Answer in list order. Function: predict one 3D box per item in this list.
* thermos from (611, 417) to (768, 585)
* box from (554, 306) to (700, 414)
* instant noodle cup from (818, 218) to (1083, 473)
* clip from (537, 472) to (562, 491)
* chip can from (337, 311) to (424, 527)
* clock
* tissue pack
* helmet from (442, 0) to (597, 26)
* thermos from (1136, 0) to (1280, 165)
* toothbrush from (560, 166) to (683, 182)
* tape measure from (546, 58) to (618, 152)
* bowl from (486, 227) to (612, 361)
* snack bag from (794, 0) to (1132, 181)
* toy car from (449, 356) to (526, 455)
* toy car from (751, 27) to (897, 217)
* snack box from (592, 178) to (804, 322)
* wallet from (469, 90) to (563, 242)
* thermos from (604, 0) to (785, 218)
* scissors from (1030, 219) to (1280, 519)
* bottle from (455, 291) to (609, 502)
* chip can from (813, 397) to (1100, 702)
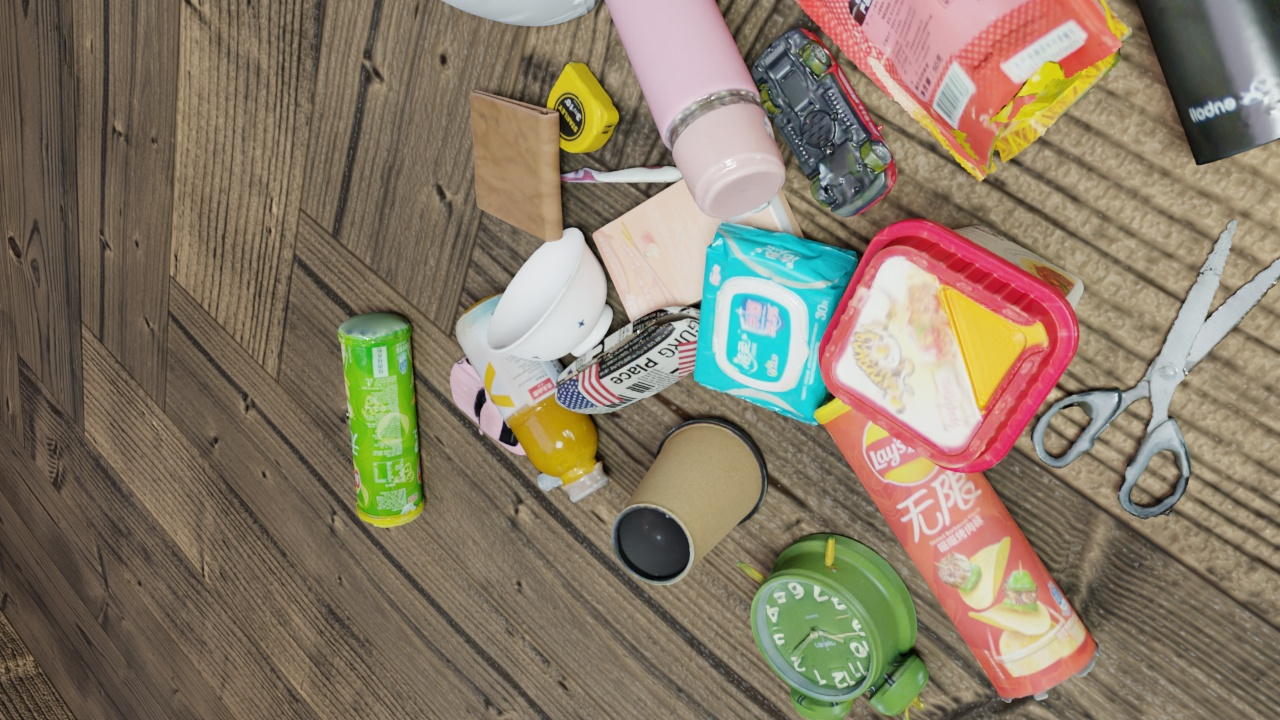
[{"bbox_3d":[0.035,0.103,0.678,0.093,0.143,0.093,9,111,23],"label":"thermos"},{"bbox_3d":[-0.004,0.001,0.718,0.068,0.051,0.165,35,134,-28],"label":"box"},{"bbox_3d":[0.181,-0.018,0.514,0.116,0.124,0.117,36,126,23],"label":"instant noodle cup"},{"bbox_3d":[-0.074,0.104,0.842,0.058,0.038,0.026,-24,93,44],"label":"clip"},{"bbox_3d":[-0.266,0.060,0.947,0.073,0.072,0.221,18,117,34],"label":"chip can"},{"bbox_3d":[0.145,0.207,0.676,0.116,0.056,0.161,-29,88,43],"label":"clock"},{"bbox_3d":[0.088,-0.023,0.618,0.093,0.050,0.134,18,130,21],"label":"tissue pack"},{"bbox_3d":[-0.111,-0.361,0.609,0.229,0.145,0.259,43,128,18],"label":"helmet"},{"bbox_3d":[0.249,-0.215,0.432,0.242,0.068,0.090,69,164,-1],"label":"thermos"},{"bbox_3d":[-0.039,-0.148,0.720,0.188,0.016,0.017,8,102,38],"label":"toothbrush"},{"bbox_3d":[-0.044,-0.188,0.698,0.060,0.028,0.057,56,133,16],"label":"tape measure"},{"bbox_3d":[-0.062,-0.040,0.737,0.064,0.118,0.119,37,139,-26],"label":"bowl"},{"bbox_3d":[0.156,-0.209,0.507,0.208,0.073,0.129,54,139,16],"label":"snack bag"},{"bbox_3d":[-0.138,0.044,0.861,0.122,0.037,0.056,35,124,26],"label":"toy car"},{"bbox_3d":[0.117,-0.148,0.570,0.053,0.045,0.120,-34,78,43],"label":"toy car"},{"bbox_3d":[0.039,-0.087,0.670,0.158,0.026,0.084,-23,91,42],"label":"snack box"},{"bbox_3d":[-0.101,-0.158,0.738,0.115,0.020,0.101,27,127,42],"label":"wallet"},{"bbox_3d":[0.035,-0.183,0.586,0.067,0.087,0.198,-29,70,20],"label":"thermos"},{"bbox_3d":[0.288,0.010,0.512,0.163,0.014,0.165,-12,98,40],"label":"scissors"},{"bbox_3d":[-0.090,0.033,0.795,0.068,0.067,0.189,-36,83,42],"label":"bottle"},{"bbox_3d":[0.199,0.104,0.584,0.073,0.073,0.216,-38,83,41],"label":"chip can"}]
